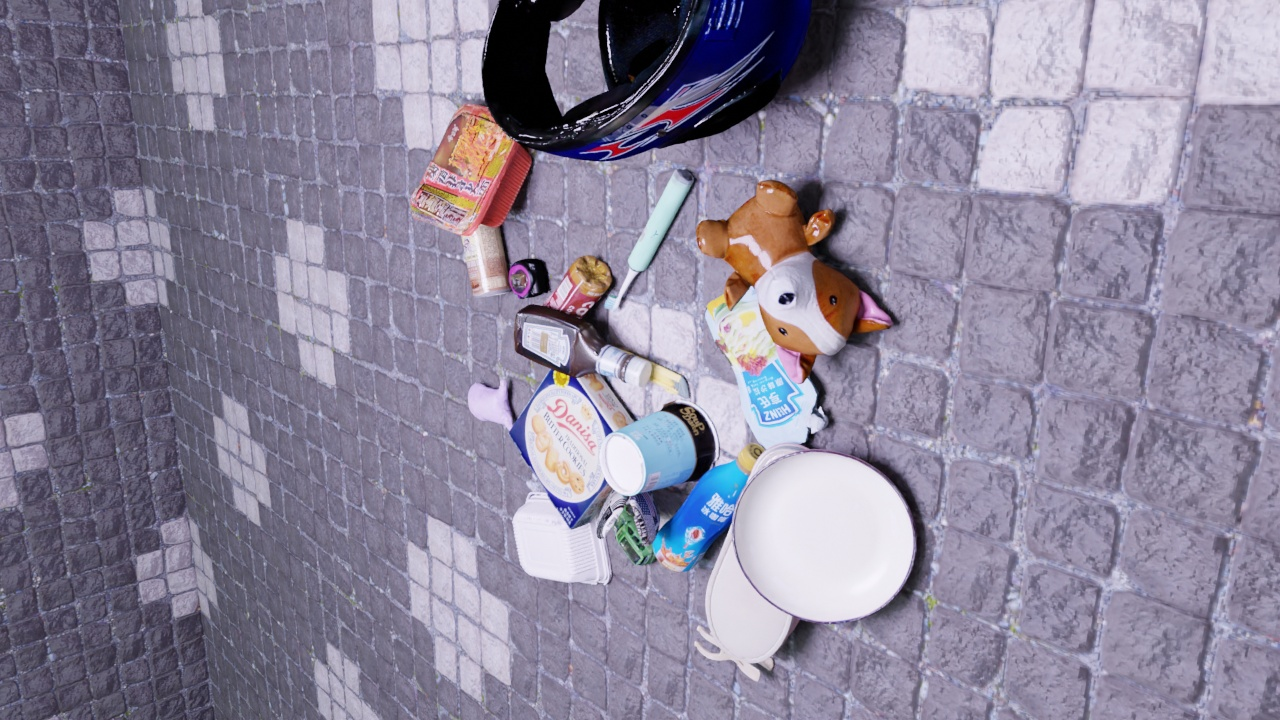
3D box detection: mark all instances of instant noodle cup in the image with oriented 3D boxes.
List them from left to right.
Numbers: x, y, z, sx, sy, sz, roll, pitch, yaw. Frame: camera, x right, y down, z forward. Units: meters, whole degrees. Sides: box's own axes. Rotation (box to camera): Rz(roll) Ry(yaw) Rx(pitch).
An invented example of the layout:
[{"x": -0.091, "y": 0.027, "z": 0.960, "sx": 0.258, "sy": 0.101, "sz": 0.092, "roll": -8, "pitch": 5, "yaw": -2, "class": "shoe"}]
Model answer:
[{"x": -0.231, "y": -0.264, "z": 1.297, "sx": 0.165, "sy": 0.079, "sz": 0.189, "roll": 25, "pitch": 90, "yaw": 41, "class": "instant noodle cup"}, {"x": -0.127, "y": 0.272, "z": 1.378, "sx": 0.174, "sy": 0.060, "sz": 0.138, "roll": -5, "pitch": 97, "yaw": 49, "class": "instant noodle cup"}, {"x": 0.016, "y": 0.113, "z": 1.134, "sx": 0.111, "sy": 0.120, "sz": 0.111, "roll": 15, "pitch": 111, "yaw": 44, "class": "instant noodle cup"}]

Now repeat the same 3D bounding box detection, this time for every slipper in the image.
[{"x": 0.147, "y": 0.221, "z": 1.055, "sx": 0.114, "sy": 0.054, "sz": 0.275, "roll": 16, "pitch": 106, "yaw": 15, "class": "slipper"}]

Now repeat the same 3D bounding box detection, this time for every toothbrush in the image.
[{"x": 0.008, "y": -0.143, "z": 1.143, "sx": 0.026, "sy": 0.027, "sz": 0.225, "roll": -89, "pitch": 22, "yaw": -48, "class": "toothbrush"}]

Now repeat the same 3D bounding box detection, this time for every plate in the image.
[{"x": 0.195, "y": 0.184, "z": 0.983, "sx": 0.193, "sy": 0.039, "sz": 0.192, "roll": 3, "pitch": 100, "yaw": 17, "class": "plate"}]

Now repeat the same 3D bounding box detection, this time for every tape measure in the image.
[{"x": -0.163, "y": -0.118, "z": 1.322, "sx": 0.058, "sy": 0.039, "sz": 0.057, "roll": -2, "pitch": 99, "yaw": 47, "class": "tape measure"}]

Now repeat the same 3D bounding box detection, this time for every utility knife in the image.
[{"x": -0.007, "y": 0.007, "z": 1.213, "sx": 0.198, "sy": 0.021, "sz": 0.031, "roll": 26, "pitch": 113, "yaw": 45, "class": "utility knife"}]

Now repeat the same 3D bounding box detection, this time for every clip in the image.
[{"x": 0.107, "y": 0.367, "z": 1.148, "sx": 0.104, "sy": 0.081, "sz": 0.035, "roll": 38, "pitch": 127, "yaw": 48, "class": "clip"}]

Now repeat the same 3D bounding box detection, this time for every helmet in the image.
[{"x": 0.021, "y": -0.328, "z": 0.913, "sx": 0.316, "sy": 0.239, "sz": 0.247, "roll": -31, "pitch": 78, "yaw": 35, "class": "helmet"}]

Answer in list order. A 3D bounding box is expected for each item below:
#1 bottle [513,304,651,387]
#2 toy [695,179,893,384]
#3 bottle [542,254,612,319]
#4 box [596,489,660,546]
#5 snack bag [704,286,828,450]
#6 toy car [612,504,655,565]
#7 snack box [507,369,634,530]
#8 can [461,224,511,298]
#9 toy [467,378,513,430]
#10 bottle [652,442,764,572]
[{"x": -0.077, "y": -0.013, "z": 1.203, "sx": 0.195, "sy": 0.043, "sz": 0.080, "roll": 21, "pitch": 123, "yaw": 24, "class": "bottle"}, {"x": 0.154, "y": -0.085, "z": 0.944, "sx": 0.140, "sy": 0.130, "sz": 0.199, "roll": -33, "pitch": 83, "yaw": 24, "class": "toy"}, {"x": -0.103, "y": -0.071, "z": 1.258, "sx": 0.175, "sy": 0.057, "sz": 0.057, "roll": -47, "pitch": 66, "yaw": 43, "class": "bottle"}, {"x": -0.003, "y": 0.193, "z": 1.166, "sx": 0.087, "sy": 0.163, "sz": 0.076, "roll": 27, "pitch": 94, "yaw": 3, "class": "box"}, {"x": 0.140, "y": 0.008, "z": 1.037, "sx": 0.111, "sy": 0.038, "sz": 0.191, "roll": -27, "pitch": 82, "yaw": 41, "class": "snack bag"}, {"x": -0.012, "y": 0.240, "z": 1.264, "sx": 0.091, "sy": 0.036, "sz": 0.043, "roll": 54, "pitch": 135, "yaw": 27, "class": "toy car"}, {"x": -0.091, "y": 0.110, "z": 1.281, "sx": 0.178, "sy": 0.045, "sz": 0.183, "roll": 53, "pitch": 128, "yaw": 25, "class": "snack box"}, {"x": -0.232, "y": -0.154, "z": 1.371, "sx": 0.059, "sy": 0.058, "sz": 0.116, "roll": -6, "pitch": 96, "yaw": 47, "class": "can"}, {"x": -0.240, "y": 0.066, "z": 1.455, "sx": 0.108, "sy": 0.038, "sz": 0.084, "roll": 7, "pitch": 106, "yaw": 48, "class": "toy"}, {"x": 0.087, "y": 0.177, "z": 1.117, "sx": 0.065, "sy": 0.065, "sz": 0.219, "roll": 52, "pitch": 133, "yaw": 24, "class": "bottle"}]
